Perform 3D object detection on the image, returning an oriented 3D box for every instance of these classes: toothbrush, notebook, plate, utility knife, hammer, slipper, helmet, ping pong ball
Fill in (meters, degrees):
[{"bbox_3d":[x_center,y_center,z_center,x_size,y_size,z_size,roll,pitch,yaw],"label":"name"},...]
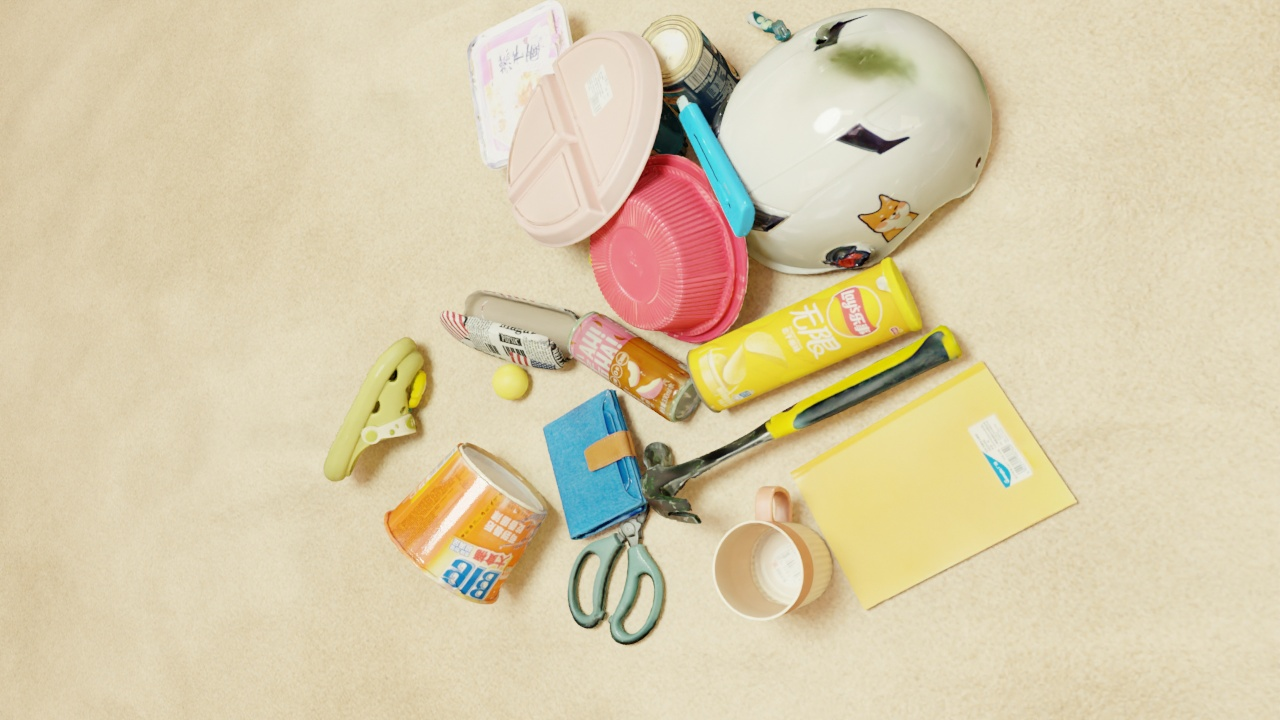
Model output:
[{"bbox_3d":[0.121,-0.328,0.889,0.016,0.191,0.018,-31,114,11],"label":"toothbrush"},{"bbox_3d":[0.255,0.114,0.827,0.207,0.010,0.145,-34,68,18],"label":"notebook"},{"bbox_3d":[-0.066,-0.226,0.921,0.230,0.028,0.229,-21,61,43],"label":"plate"},{"bbox_3d":[0.065,-0.183,0.835,0.018,0.034,0.159,-13,63,-21],"label":"utility knife"},{"bbox_3d":[0.142,0.057,0.854,0.324,0.126,0.032,-28,115,14],"label":"hammer"},{"bbox_3d":[-0.304,0.066,1.088,0.081,0.092,0.190,30,86,-12],"label":"slipper"},{"bbox_3d":[0.172,-0.209,0.837,0.275,0.156,0.230,-25,71,21],"label":"helmet"},{"bbox_3d":[-0.146,0.024,1.027,0.040,0.040,0.040,-4,80,26],"label":"ping pong ball"}]

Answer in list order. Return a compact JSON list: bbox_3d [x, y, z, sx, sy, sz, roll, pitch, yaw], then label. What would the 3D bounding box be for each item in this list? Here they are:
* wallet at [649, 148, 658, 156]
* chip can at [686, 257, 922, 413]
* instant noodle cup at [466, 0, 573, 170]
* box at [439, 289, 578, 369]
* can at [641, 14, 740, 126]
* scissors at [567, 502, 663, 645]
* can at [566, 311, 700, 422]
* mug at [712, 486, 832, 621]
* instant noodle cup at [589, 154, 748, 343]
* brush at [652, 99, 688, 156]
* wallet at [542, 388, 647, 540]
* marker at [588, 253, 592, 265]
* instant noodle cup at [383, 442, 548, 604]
[{"bbox_3d":[-0.018,-0.187,0.968,0.132,0.031,0.108,37,128,14],"label":"wallet"},{"bbox_3d":[0.152,-0.020,0.867,0.214,0.072,0.072,-26,71,22],"label":"chip can"},{"bbox_3d":[-0.122,-0.307,1.057,0.138,0.060,0.173,-16,74,24],"label":"instant noodle cup"},{"bbox_3d":[-0.150,-0.030,1.013,0.163,0.087,0.076,16,104,25],"label":"box"},{"bbox_3d":[0.049,-0.294,0.937,0.075,0.111,0.075,-4,80,26],"label":"can"},{"bbox_3d":[-0.001,0.209,0.938,0.130,0.019,0.185,36,100,26],"label":"scissors"},{"bbox_3d":[-0.006,0.006,0.949,0.147,0.058,0.058,32,97,27],"label":"can"},{"bbox_3d":[0.122,0.171,0.831,0.082,0.105,0.114,-5,80,26],"label":"mug"},{"bbox_3d":[0.014,-0.102,0.899,0.194,0.065,0.194,25,124,42],"label":"instant noodle cup"},{"bbox_3d":[-0.004,-0.271,0.983,0.055,0.073,0.144,-36,67,5],"label":"brush"},{"bbox_3d":[-0.048,0.109,0.960,0.107,0.040,0.133,-30,64,27],"label":"wallet"},{"bbox_3d":[-0.037,-0.163,1.017,0.018,0.015,0.124,9,83,23],"label":"marker"},{"bbox_3d":[-0.177,0.165,0.968,0.151,0.151,0.111,39,91,26],"label":"instant noodle cup"}]
